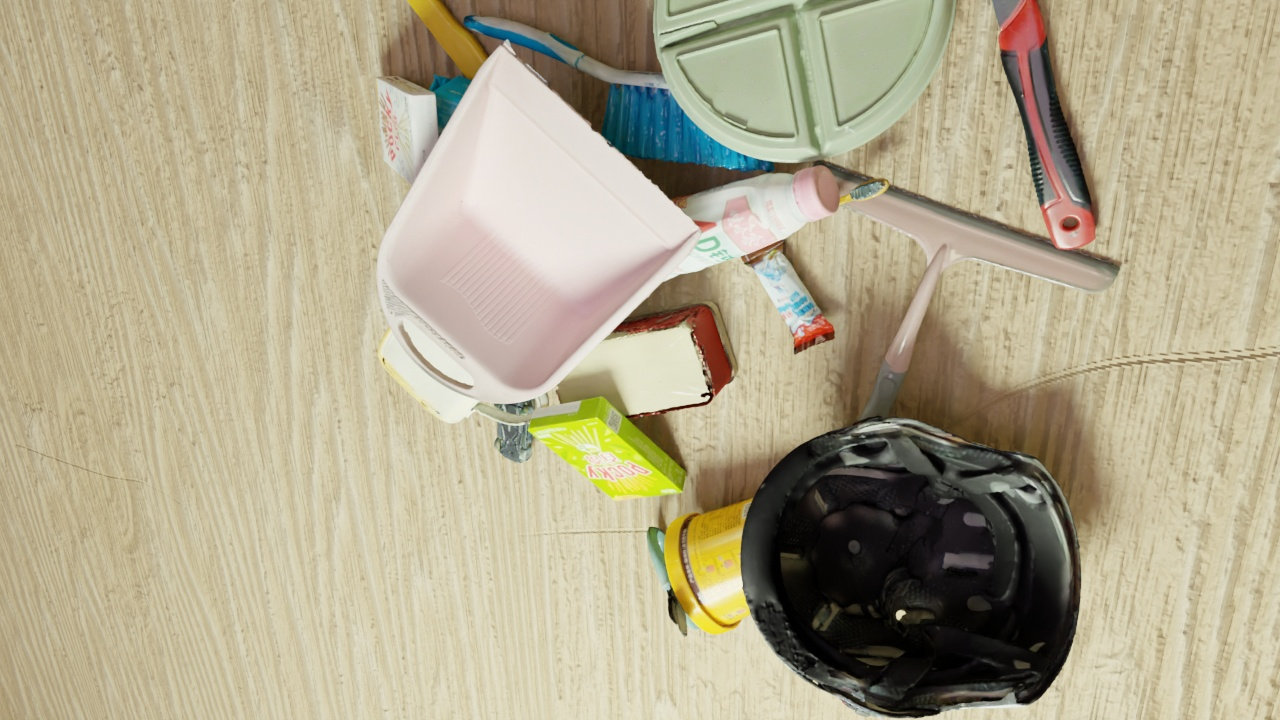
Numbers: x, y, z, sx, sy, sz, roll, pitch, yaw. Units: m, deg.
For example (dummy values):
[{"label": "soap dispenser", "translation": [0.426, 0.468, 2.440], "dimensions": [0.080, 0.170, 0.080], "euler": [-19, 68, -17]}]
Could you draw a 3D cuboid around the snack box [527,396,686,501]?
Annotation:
[{"label": "snack box", "translation": [-0.030, 0.091, 0.905], "dimensions": [0.086, 0.026, 0.156], "euler": [-11, 141, 32]}]

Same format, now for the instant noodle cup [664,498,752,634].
[{"label": "instant noodle cup", "translation": [0.102, 0.187, 0.876], "dimensions": [0.115, 0.118, 0.118], "euler": [-29, 95, 27]}]

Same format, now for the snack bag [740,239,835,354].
[{"label": "snack bag", "translation": [0.129, -0.058, 0.804], "dimensions": [0.048, 0.026, 0.104], "euler": [-27, 94, 38]}]

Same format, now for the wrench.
[{"label": "wrench", "translation": [0.286, -0.211, 0.662], "dimensions": [0.056, 0.016, 0.273], "euler": [-8, 106, 31]}]

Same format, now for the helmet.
[{"label": "helmet", "translation": [0.207, 0.167, 0.760], "dimensions": [0.274, 0.157, 0.230], "euler": [3, 79, -2]}]

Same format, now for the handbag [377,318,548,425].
[{"label": "handbag", "translation": [-0.171, 0.002, 0.949], "dimensions": [0.178, 0.063, 0.164], "euler": [47, 132, 1]}]

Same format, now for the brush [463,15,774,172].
[{"label": "brush", "translation": [-0.026, -0.236, 0.800], "dimensions": [0.315, 0.060, 0.109], "euler": [13, 111, 24]}]

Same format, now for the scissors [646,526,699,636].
[{"label": "scissors", "translation": [0.026, 0.209, 0.903], "dimensions": [0.019, 0.185, 0.132], "euler": [-27, 78, 3]}]

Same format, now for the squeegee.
[{"label": "squeegee", "translation": [0.220, -0.007, 0.772], "dimensions": [0.248, 0.040, 0.250], "euler": [24, 121, 18]}]

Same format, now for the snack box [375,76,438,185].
[{"label": "snack box", "translation": [-0.222, -0.220, 0.873], "dimensions": [0.157, 0.026, 0.085], "euler": [-141, 46, -56]}]

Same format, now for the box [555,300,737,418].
[{"label": "box", "translation": [-0.005, 0.005, 0.873], "dimensions": [0.169, 0.079, 0.091], "euler": [-11, 106, 31]}]

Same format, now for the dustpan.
[{"label": "dustpan", "translation": [-0.111, -0.081, 0.783], "dimensions": [0.222, 0.138, 0.274], "euler": [41, 147, 0]}]

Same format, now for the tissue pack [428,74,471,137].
[{"label": "tissue pack", "translation": [-0.138, -0.207, 0.862], "dimensions": [0.140, 0.063, 0.090], "euler": [22, 128, 18]}]

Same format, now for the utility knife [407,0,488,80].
[{"label": "utility knife", "translation": [-0.198, -0.336, 0.869], "dimensions": [0.033, 0.015, 0.195], "euler": [-34, 95, 35]}]

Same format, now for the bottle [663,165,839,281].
[{"label": "bottle", "translation": [0.072, -0.116, 0.771], "dimensions": [0.197, 0.068, 0.068], "euler": [-12, 105, 40]}]

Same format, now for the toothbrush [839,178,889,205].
[{"label": "toothbrush", "translation": [0.122, -0.116, 0.774], "dimensions": [0.192, 0.018, 0.016], "euler": [-17, 93, 42]}]

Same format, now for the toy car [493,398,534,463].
[{"label": "toy car", "translation": [-0.134, 0.069, 0.998], "dimensions": [0.043, 0.034, 0.091], "euler": [15, 118, 19]}]

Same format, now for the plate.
[{"label": "plate", "translation": [0.117, -0.266, 0.690], "dimensions": [0.230, 0.027, 0.230], "euler": [3, 101, 17]}]
